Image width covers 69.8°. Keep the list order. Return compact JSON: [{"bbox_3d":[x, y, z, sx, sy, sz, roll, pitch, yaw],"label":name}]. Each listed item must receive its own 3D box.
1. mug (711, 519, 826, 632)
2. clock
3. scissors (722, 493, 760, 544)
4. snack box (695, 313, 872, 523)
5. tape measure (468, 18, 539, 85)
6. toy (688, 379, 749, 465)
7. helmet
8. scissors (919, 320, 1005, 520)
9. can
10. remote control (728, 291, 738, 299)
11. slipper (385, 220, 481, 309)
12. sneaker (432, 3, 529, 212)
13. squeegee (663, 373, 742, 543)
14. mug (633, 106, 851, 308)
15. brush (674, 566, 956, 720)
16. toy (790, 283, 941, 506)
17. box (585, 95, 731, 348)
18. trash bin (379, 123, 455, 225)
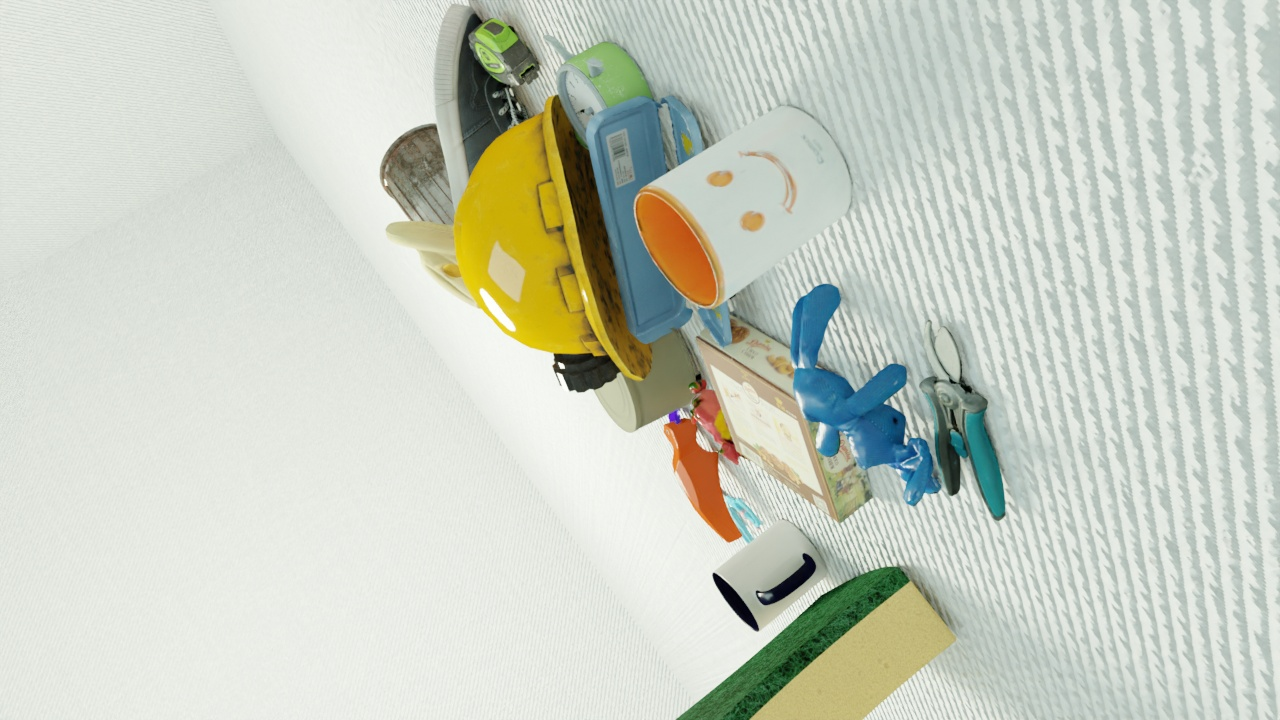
[{"bbox_3d":[0.143,0.230,0.979,0.078,0.096,0.112,56,164,-2],"label":"mug"},{"bbox_3d":[-0.025,-0.195,0.714,0.094,0.042,0.119,43,160,40],"label":"clock"},{"bbox_3d":[0.114,0.185,1.140,0.138,0.015,0.120,44,160,54],"label":"scissors"},{"bbox_3d":[0.121,0.048,0.781,0.143,0.041,0.147,35,155,51],"label":"snack box"},{"bbox_3d":[-0.126,-0.285,0.842,0.066,0.035,0.059,28,158,52],"label":"tape measure"},{"bbox_3d":[0.083,0.065,0.912,0.103,0.046,0.084,44,-179,8],"label":"toy"},{"bbox_3d":[-0.089,-0.090,0.802,0.204,0.131,0.256,-87,-19,-57],"label":"helmet"},{"bbox_3d":[0.203,0.044,0.577,0.149,0.019,0.131,53,162,14],"label":"scissors"},{"bbox_3d":[-0.006,0.006,0.972,0.127,0.073,0.128,52,158,31],"label":"can"},{"bbox_3d":[0.064,-0.098,0.702,0.033,0.015,0.147,48,163,25],"label":"remote control"},{"bbox_3d":[-0.150,-0.094,0.995,0.261,0.079,0.111,13,-166,10],"label":"slipper"},{"bbox_3d":[-0.149,-0.234,0.924,0.089,0.087,0.236,-75,-16,-58],"label":"sneaker"},{"bbox_3d":[0.067,0.125,1.065,0.184,0.055,0.250,62,165,4],"label":"squeegee"},{"bbox_3d":[0.061,-0.093,0.554,0.082,0.105,0.082,49,163,21],"label":"mug"},{"bbox_3d":[0.144,0.296,0.829,0.075,0.249,0.195,52,160,11],"label":"brush"},{"bbox_3d":[0.151,0.034,0.626,0.176,0.071,0.113,56,175,-2],"label":"toy"},{"bbox_3d":[0.024,-0.092,0.701,0.079,0.072,0.211,42,153,44],"label":"box"},{"bbox_3d":[-0.223,-0.186,1.152,0.211,0.130,0.131,49,163,26],"label":"trash bin"}]
